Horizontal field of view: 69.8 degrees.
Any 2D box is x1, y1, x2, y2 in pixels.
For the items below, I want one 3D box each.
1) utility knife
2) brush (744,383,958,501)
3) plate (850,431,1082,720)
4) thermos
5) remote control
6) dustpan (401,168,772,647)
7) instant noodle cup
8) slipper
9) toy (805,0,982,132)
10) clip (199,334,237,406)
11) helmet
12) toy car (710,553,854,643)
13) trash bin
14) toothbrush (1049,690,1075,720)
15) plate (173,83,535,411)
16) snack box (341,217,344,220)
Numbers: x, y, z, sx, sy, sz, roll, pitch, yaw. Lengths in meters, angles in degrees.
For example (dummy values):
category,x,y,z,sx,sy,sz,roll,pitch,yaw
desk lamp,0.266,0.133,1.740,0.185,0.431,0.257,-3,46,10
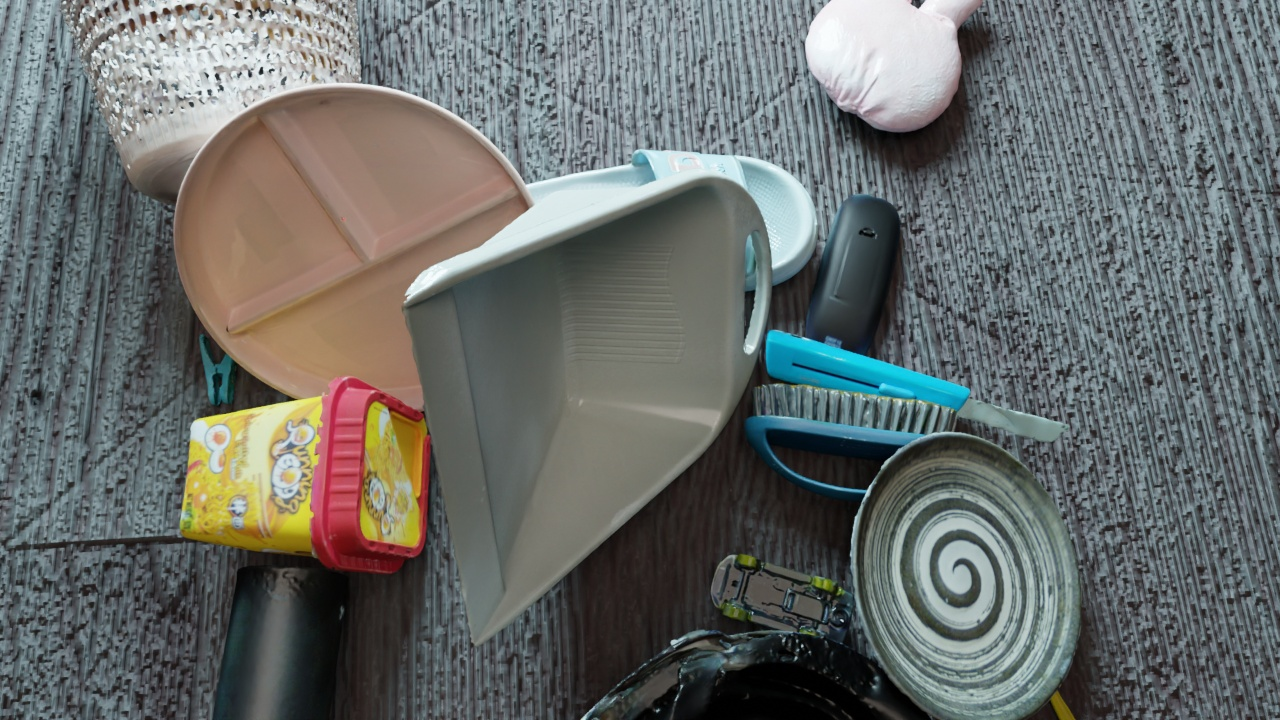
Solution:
category,x,y,z,sx,sy,sz,roll,pitch,yaw
utility knife,0.190,0.022,0.639,0.216,0.018,0.034,15,113,3
brush,0.140,0.057,0.613,0.144,0.055,0.073,8,73,2
plate,0.201,0.135,0.569,0.179,0.024,0.179,7,72,-22
thermos,-0.231,0.250,0.548,0.068,0.090,0.242,16,65,-31
remote control,0.156,-0.063,0.664,0.053,0.024,0.136,16,75,5
dustpan,-0.003,0.003,0.537,0.143,0.223,0.257,3,32,11
instant noodle cup,-0.212,0.077,0.585,0.124,0.116,0.116,-4,74,11
slipper,0.003,-0.102,0.650,0.245,0.074,0.104,-5,73,0
toy,0.198,-0.249,0.701,0.121,0.054,0.159,34,77,2
clip,-0.297,0.005,0.651,0.038,0.013,0.055,-10,75,-2
helmet,0.039,0.280,0.488,0.273,0.157,0.230,-18,65,-43
toy car,0.090,0.156,0.595,0.090,0.035,0.042,16,73,5
trash bin,-0.283,-0.216,0.624,0.227,0.227,0.192,-13,87,-4
toothbrush,0.284,0.251,0.577,0.015,0.017,0.190,-23,75,-9
plate,-0.174,-0.065,0.589,0.229,0.230,0.028,-7,32,-2
snack box,-0.164,-0.093,0.646,0.091,0.082,0.080,-5,64,-3
